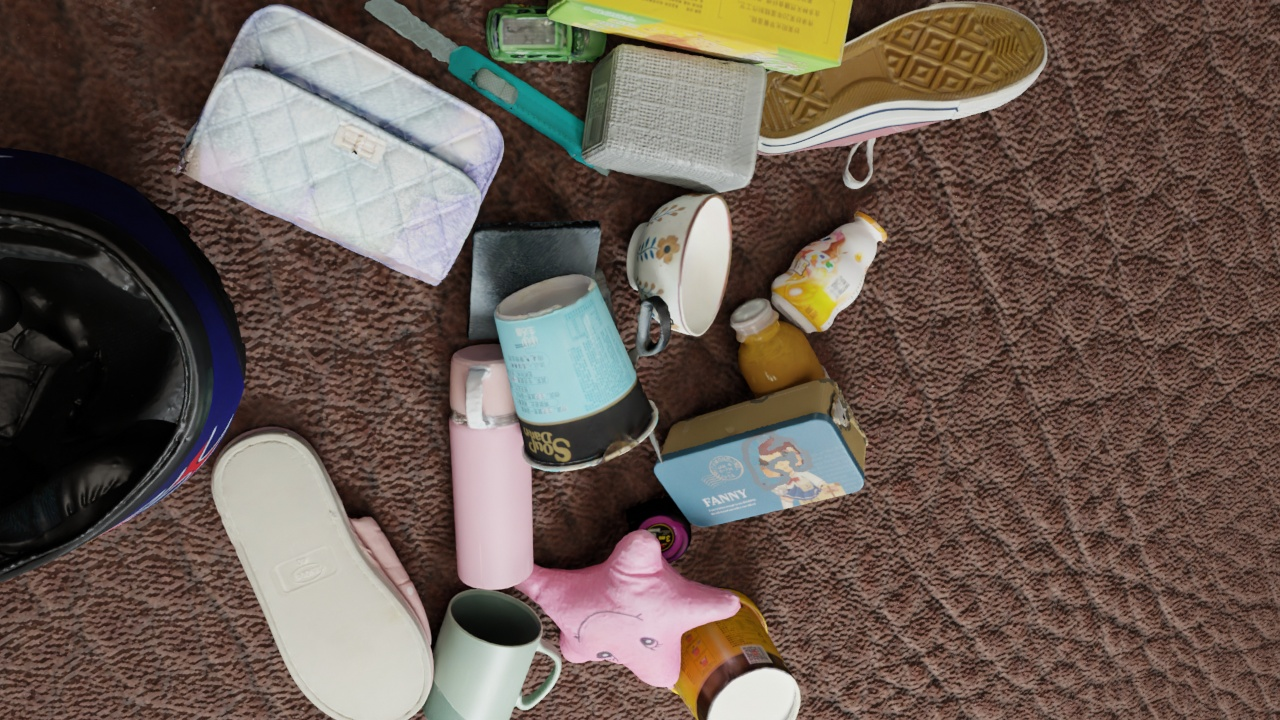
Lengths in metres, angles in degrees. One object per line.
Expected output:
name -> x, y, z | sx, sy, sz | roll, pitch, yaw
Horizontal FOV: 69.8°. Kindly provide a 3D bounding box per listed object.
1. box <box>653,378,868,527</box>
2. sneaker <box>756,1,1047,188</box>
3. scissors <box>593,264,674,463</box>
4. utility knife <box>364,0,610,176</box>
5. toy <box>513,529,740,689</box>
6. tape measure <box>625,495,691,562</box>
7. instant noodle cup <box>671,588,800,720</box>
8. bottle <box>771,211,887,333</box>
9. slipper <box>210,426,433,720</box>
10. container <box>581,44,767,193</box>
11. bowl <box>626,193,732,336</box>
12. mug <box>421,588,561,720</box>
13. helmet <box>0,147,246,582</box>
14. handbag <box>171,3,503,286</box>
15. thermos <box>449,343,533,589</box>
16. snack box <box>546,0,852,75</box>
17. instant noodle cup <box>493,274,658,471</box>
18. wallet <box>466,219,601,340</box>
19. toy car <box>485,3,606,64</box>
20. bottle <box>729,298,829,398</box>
box -> 0.098, 0.083, 0.792 | 0.185, 0.060, 0.090 | -22, 117, 28
sneaker -> 0.198, -0.216, 0.747 | 0.241, 0.088, 0.118 | -15, 80, 7
scissors -> -0.007, 0.001, 0.747 | 0.014, 0.160, 0.181 | -25, 90, -29
utility knife -> -0.106, -0.205, 0.689 | 0.216, 0.013, 0.029 | 29, 92, -25
toy -> -0.003, 0.228, 0.816 | 0.195, 0.074, 0.178 | -20, 115, 25
tape measure -> 0.017, 0.155, 0.841 | 0.057, 0.039, 0.058 | -20, 107, -1
instant noodle cup -> 0.085, 0.296, 0.871 | 0.118, 0.114, 0.118 | -6, 109, -17
bottle -> 0.165, -0.078, 0.796 | 0.063, 0.063, 0.108 | 41, 92, -26
slipper -> -0.256, 0.178, 0.748 | 0.114, 0.054, 0.274 | -28, 104, -11
container -> 0.021, -0.182, 0.694 | 0.114, 0.090, 0.090 | 7, 93, -18
bowl -> 0.027, -0.080, 0.740 | 0.062, 0.113, 0.113 | 10, 110, 24
mug -> -0.128, 0.271, 0.804 | 0.111, 0.082, 0.106 | 16, 105, -12
helmet -> -0.374, -0.010, 0.537 | 0.315, 0.240, 0.247 | -20, 113, 1
handbag -> -0.203, -0.149, 0.642 | 0.193, 0.075, 0.134 | 24, 100, -23
thermos -> -0.123, 0.090, 0.746 | 0.067, 0.087, 0.199 | 2, 110, 1
snack box -> 0.050, -0.300, 0.639 | 0.210, 0.070, 0.158 | 6, 100, -20
instant noodle cup -> -0.054, 0.004, 0.689 | 0.111, 0.111, 0.120 | -21, 113, -11
wallet -> -0.085, -0.061, 0.714 | 0.097, 0.019, 0.121 | -5, 141, -18
toy car -> -0.067, -0.241, 0.679 | 0.091, 0.036, 0.043 | -8, 109, -20
bottle -> 0.138, 0.029, 0.821 | 0.068, 0.068, 0.189 | -35, 115, -5
